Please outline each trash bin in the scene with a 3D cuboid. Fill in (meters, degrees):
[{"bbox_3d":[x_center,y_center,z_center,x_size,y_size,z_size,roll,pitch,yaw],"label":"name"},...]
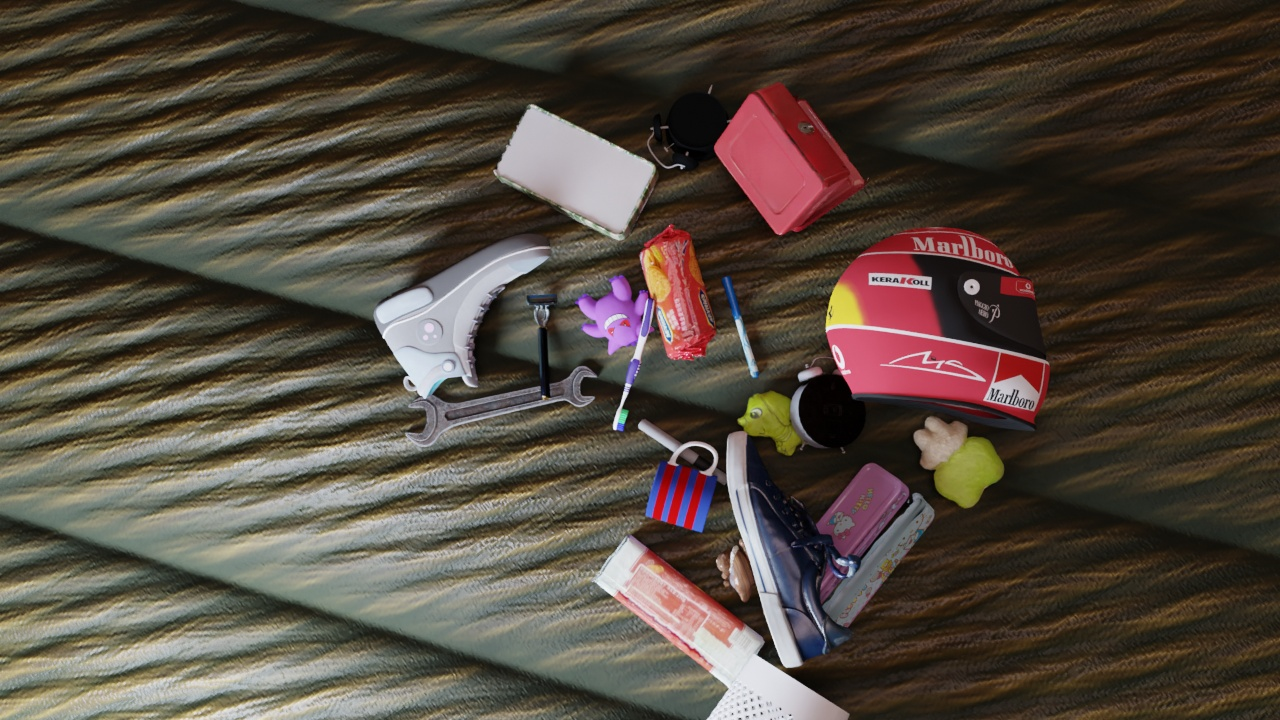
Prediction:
[{"bbox_3d":[0.145,0.479,1.106,0.195,0.195,0.199,31,79,7],"label":"trash bin"}]

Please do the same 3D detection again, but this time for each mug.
[{"bbox_3d":[0.058,0.157,1.184,0.076,0.075,0.112,16,94,6],"label":"mug"}]

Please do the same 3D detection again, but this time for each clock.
[{"bbox_3d":[0.241,0.056,1.186,0.094,0.035,0.122,6,78,-15],"label":"clock"},{"bbox_3d":[0.067,-0.310,1.242,0.121,0.042,0.091,-36,83,1],"label":"clock"}]

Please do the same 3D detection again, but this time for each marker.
[{"bbox_3d":[0.135,-0.045,1.228,0.013,0.013,0.141,-17,84,3],"label":"marker"},{"bbox_3d":[0.058,0.121,1.219,0.140,0.016,0.016,33,88,7],"label":"marker"}]

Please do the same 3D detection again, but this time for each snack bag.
[{"bbox_3d":[0.051,-0.085,1.209,0.082,0.082,0.176,-15,84,3],"label":"snack bag"},{"bbox_3d":[0.048,0.324,1.192,0.225,0.041,0.077,37,88,9],"label":"snack bag"}]

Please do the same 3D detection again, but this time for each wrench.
[{"bbox_3d":[-0.190,0.060,1.250,0.273,0.010,0.070,-13,84,4],"label":"wrench"}]

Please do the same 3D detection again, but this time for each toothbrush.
[{"bbox_3d":[-0.007,0.007,1.209,0.016,0.015,0.187,17,105,3],"label":"toothbrush"}]

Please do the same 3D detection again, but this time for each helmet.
[{"bbox_3d":[0.365,-0.047,1.117,0.271,0.198,0.224,10,86,-3],"label":"helmet"}]

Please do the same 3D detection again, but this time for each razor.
[{"bbox_3d":[-0.132,-0.018,1.243,0.042,0.022,0.144,-1,80,-9],"label":"razor"}]

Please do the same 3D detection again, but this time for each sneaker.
[{"bbox_3d":[-0.216,-0.057,1.230,0.257,0.093,0.160,-25,92,1],"label":"sneaker"},{"bbox_3d":[0.188,0.212,1.123,0.127,0.121,0.294,-20,65,8],"label":"sneaker"}]

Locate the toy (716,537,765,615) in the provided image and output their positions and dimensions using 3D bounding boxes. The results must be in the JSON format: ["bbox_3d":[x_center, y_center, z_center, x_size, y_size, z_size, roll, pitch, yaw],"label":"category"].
[{"bbox_3d":[0.134,0.282,1.186,0.055,0.041,0.102,-23,90,17],"label":"toy"}]

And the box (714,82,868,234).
[{"bbox_3d":[0.192,-0.260,1.170,0.152,0.165,0.157,-37,83,6],"label":"box"}]

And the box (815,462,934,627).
[{"bbox_3d":[0.279,0.247,1.180,0.093,0.089,0.214,40,89,-34],"label":"box"}]

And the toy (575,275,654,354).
[{"bbox_3d":[-0.030,-0.059,1.223,0.106,0.055,0.088,-29,85,18],"label":"toy"}]

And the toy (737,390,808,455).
[{"bbox_3d":[0.180,0.081,1.203,0.094,0.036,0.093,-27,85,-6],"label":"toy"}]

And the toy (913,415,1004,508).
[{"bbox_3d":[0.402,0.124,1.175,0.118,0.043,0.092,45,92,10],"label":"toy"}]

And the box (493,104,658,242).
[{"bbox_3d":[-0.087,-0.254,1.249,0.205,0.050,0.117,26,90,7],"label":"box"}]
